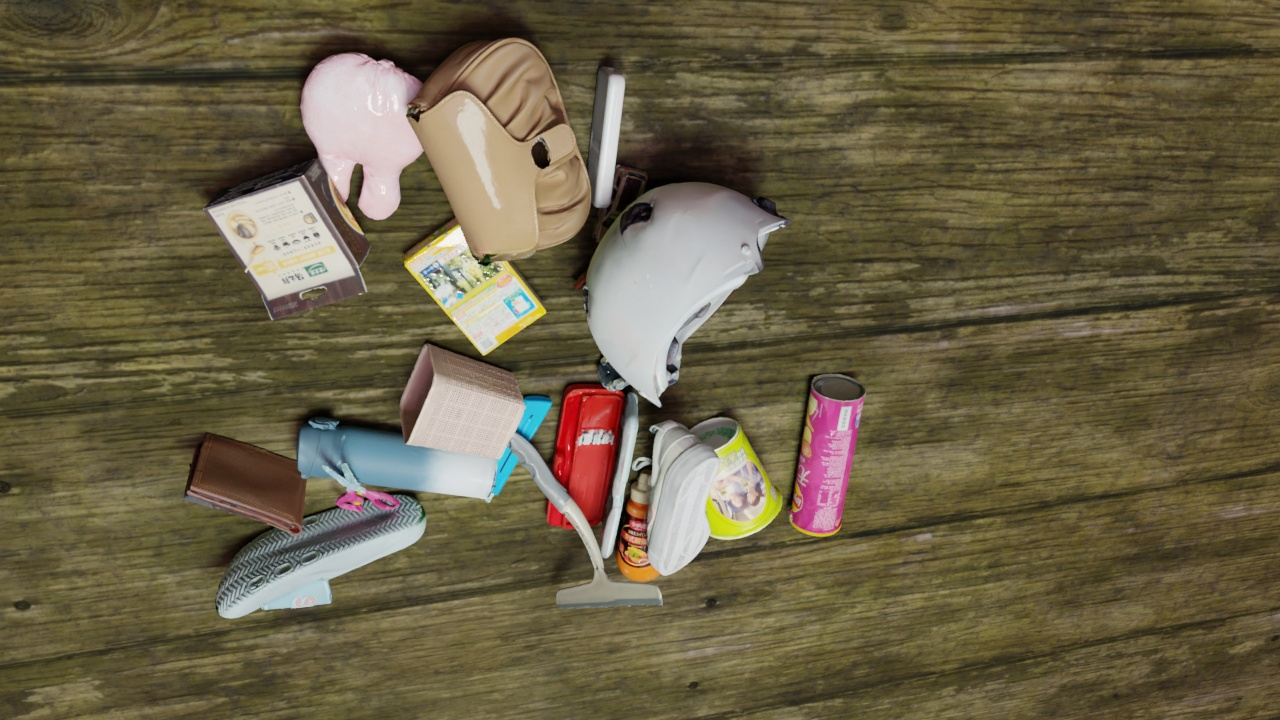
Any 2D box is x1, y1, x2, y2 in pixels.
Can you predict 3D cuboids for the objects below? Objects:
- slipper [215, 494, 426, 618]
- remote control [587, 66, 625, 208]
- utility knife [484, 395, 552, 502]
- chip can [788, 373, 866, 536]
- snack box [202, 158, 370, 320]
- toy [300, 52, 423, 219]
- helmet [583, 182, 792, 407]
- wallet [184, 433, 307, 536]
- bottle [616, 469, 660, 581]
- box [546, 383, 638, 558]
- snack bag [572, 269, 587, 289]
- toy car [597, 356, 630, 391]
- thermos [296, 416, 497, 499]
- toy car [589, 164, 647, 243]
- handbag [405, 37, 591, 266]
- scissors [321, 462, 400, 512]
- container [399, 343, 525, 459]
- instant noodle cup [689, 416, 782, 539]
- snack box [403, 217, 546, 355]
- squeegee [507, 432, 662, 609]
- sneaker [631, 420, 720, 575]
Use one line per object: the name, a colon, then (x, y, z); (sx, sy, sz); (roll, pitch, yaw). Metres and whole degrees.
slipper: (-0.364, 0.229, 1.060); (0.245, 0.104, 0.074); (-20, 124, -12)
remote control: (-0.036, -0.224, 0.927); (0.020, 0.056, 0.136); (-1, 118, -17)
utility knife: (-0.155, 0.107, 1.099); (0.034, 0.018, 0.160); (20, 112, -26)
chip can: (0.242, 0.124, 1.196); (0.071, 0.071, 0.211); (-4, 119, -15)
snack box: (-0.333, -0.115, 0.883); (0.113, 0.053, 0.126); (-13, 125, 15)
toy: (-0.263, -0.211, 0.869); (0.121, 0.054, 0.160); (12, 123, -22)
helmet: (0.030, -0.090, 0.939); (0.146, 0.257, 0.230); (36, 121, 1)
wallet: (-0.420, 0.134, 0.986); (0.124, 0.101, 0.032); (26, 110, -27)
bottle: (0.005, 0.209, 1.181); (0.066, 0.066, 0.150); (-2, 112, -16)
box: (-0.052, 0.135, 1.096); (0.095, 0.101, 0.202); (2, 117, -18)
snack bag: (-0.030, -0.068, 1.033); (0.048, 0.026, 0.104); (-45, 120, 3)
toy car: (-0.006, 0.006, 1.074); (0.090, 0.043, 0.034); (-24, 156, -8)
thermos: (-0.274, 0.112, 1.038); (0.220, 0.070, 0.070); (12, 114, -22)
toy car: (-0.023, -0.162, 0.979); (0.042, 0.035, 0.091); (12, 116, -21)
handbag: (-0.125, -0.195, 0.874); (0.147, 0.100, 0.205); (-42, 128, -29)
scissors: (-0.304, 0.140, 1.006); (0.083, 0.017, 0.138); (4, 149, -6)
container: (-0.196, 0.049, 1.014); (0.110, 0.090, 0.090); (17, 112, -27)
instant noodle cup: (0.107, 0.141, 1.149); (0.111, 0.111, 0.123); (-25, 114, -2)
snack box: (-0.175, -0.082, 0.980); (0.087, 0.033, 0.140); (-35, 124, 4)
squeegee: (-0.091, 0.178, 1.081); (0.039, 0.247, 0.246); (-33, 95, -35)
sneaker: (0.032, 0.165, 1.097); (0.089, 0.091, 0.243); (-26, 143, -27)
